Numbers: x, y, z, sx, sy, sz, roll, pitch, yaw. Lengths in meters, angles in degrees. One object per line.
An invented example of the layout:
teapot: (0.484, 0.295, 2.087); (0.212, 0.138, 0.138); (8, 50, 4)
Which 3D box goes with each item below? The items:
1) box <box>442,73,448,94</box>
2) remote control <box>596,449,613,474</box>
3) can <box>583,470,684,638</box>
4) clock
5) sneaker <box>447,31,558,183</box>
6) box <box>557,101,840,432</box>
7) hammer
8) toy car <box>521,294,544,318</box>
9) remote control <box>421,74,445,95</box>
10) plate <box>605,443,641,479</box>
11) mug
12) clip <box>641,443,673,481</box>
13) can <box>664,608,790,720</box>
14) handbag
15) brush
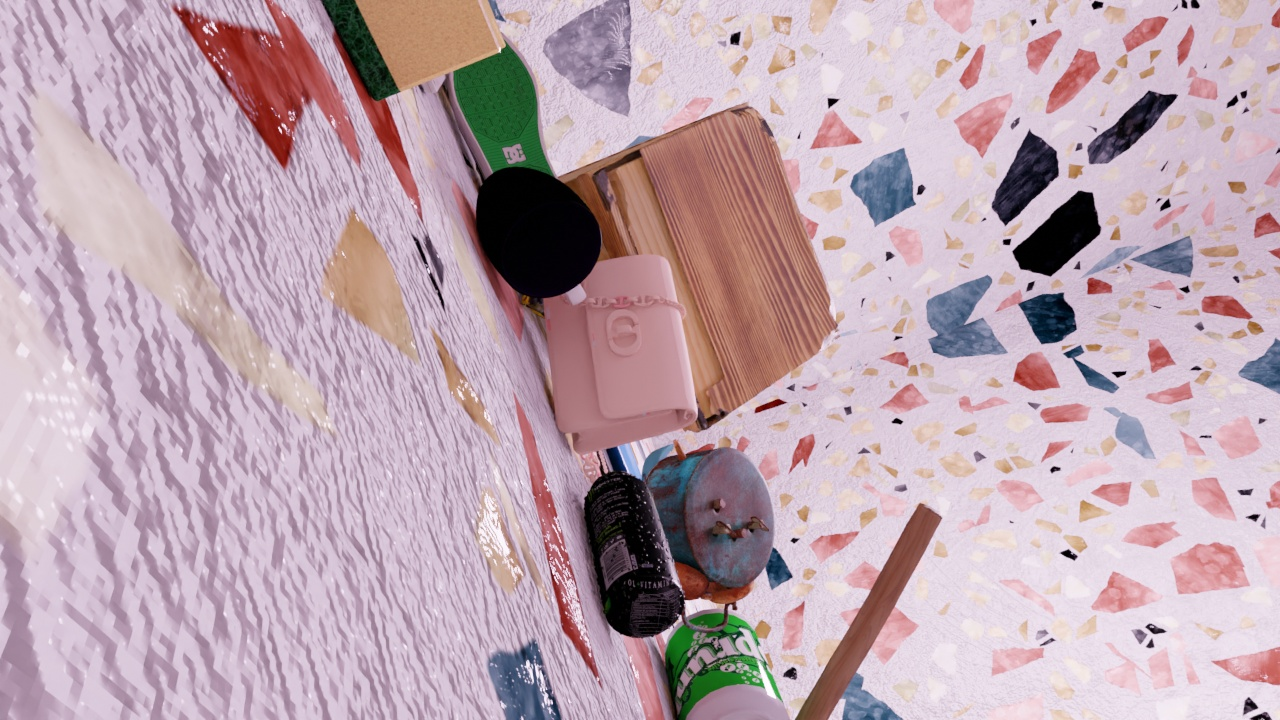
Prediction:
box: (-0.188, -0.337, 0.954); (0.185, 0.084, 0.211); (-99, 169, -62)
remote control: (-0.029, 0.130, 0.962); (0.046, 0.009, 0.124); (-110, 180, -74)
can: (-0.007, 0.131, 0.639); (0.137, 0.054, 0.054); (-111, 179, -62)
clock: (0.062, 0.152, 0.786); (0.121, 0.073, 0.157); (19, 66, -43)
sneaker: (-0.129, -0.201, 0.876); (0.235, 0.084, 0.079); (71, -21, 7)
box: (0.071, -0.107, 0.972); (0.221, 0.258, 0.279); (-151, -142, -75)
hammer: (0.161, 0.265, 0.761); (0.052, 0.328, 0.098); (27, 7, -14)
toy car: (-0.091, -0.067, 0.861); (0.030, 0.049, 0.107); (24, -4, 3)
remote control: (-0.184, -0.256, 0.777); (0.135, 0.011, 0.050); (-111, 179, -67)
plate: (-0.029, 0.107, 1.089); (0.224, 0.024, 0.224); (-10, 78, -90)
mug: (-0.081, -0.098, 0.732); (0.100, 0.085, 0.119); (51, -6, 46)
clip: (0.027, 0.137, 0.830); (0.119, 0.033, 0.120); (39, 45, -31)
can: (0.071, 0.280, 0.778); (0.139, 0.088, 0.088); (-110, 178, -71)
handbag: (-0.006, 0.006, 0.830); (0.187, 0.117, 0.198); (64, 15, -60)
brush: (-0.158, -0.275, 0.568); (0.250, 0.075, 0.195); (-110, 179, -69)
